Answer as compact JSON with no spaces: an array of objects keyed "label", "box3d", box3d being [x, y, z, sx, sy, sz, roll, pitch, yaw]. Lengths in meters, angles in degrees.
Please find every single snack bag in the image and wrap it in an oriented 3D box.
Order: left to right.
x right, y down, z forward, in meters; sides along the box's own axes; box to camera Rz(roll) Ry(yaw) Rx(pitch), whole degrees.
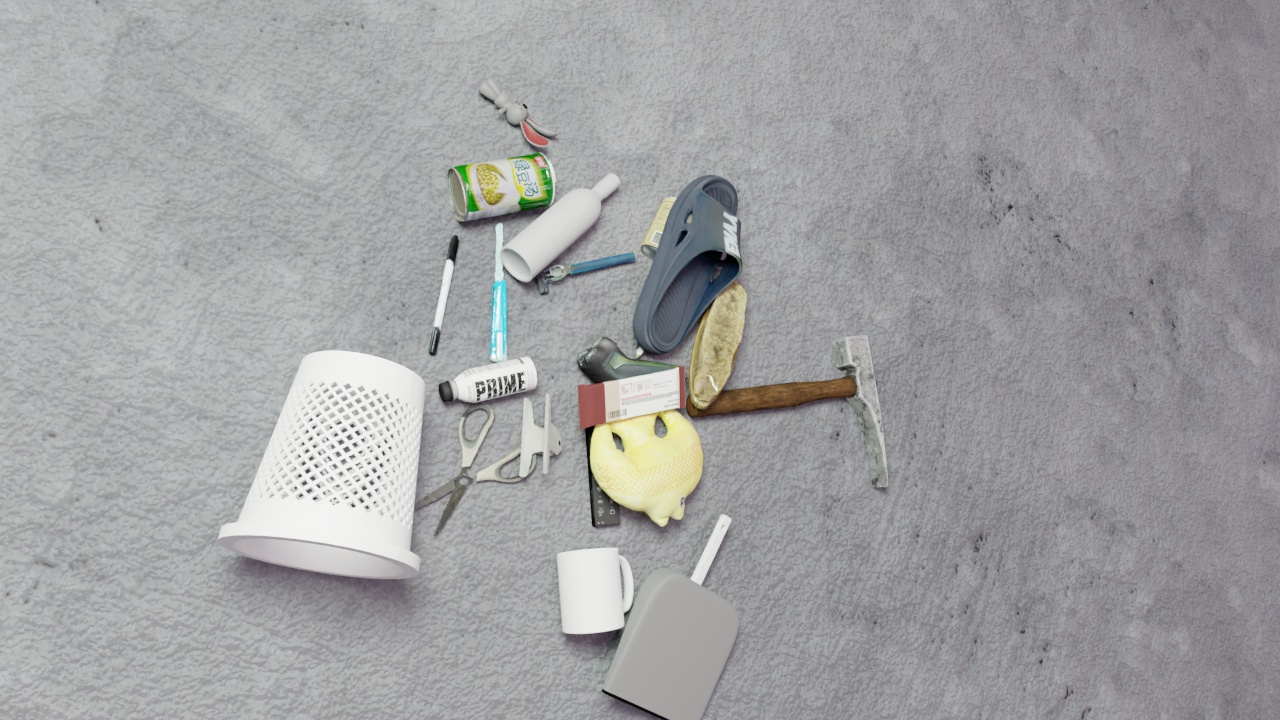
[{"label":"snack bag","box3d":[-0.009,0.044,1.141,0.157,0.013,0.057,-11,107,-32]}]

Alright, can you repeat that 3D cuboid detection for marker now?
[{"label":"marker","box3d":[-0.237,-0.080,1.107,0.011,0.011,0.152,13,76,-22]}]

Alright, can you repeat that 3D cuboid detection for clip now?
[{"label":"clip","box3d":[-0.120,0.094,1.115,0.058,0.052,0.102,4,67,-7]}]

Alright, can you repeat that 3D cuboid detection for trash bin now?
[{"label":"trash bin","box3d":[-0.310,0.108,0.957,0.195,0.196,0.199,16,65,-21]}]

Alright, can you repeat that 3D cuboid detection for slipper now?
[{"label":"slipper","box3d":[0.077,-0.129,1.198,0.110,0.083,0.267,41,67,-44]}]

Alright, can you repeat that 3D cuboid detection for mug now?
[{"label":"mug","box3d":[-0.048,0.273,1.105,0.110,0.074,0.090,4,78,-50]}]

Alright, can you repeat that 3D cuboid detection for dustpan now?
[{"label":"dustpan","box3d":[0.061,0.313,1.143,0.163,0.033,0.257,37,73,-33]}]

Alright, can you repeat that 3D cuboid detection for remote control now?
[{"label":"remote control","box3d":[-0.049,0.132,1.154,0.034,0.013,0.150,-1,82,-25]}]

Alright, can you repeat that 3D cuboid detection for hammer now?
[{"label":"hammer","box3d":[0.206,0.085,1.266,0.300,0.037,0.217,-6,84,-24]}]

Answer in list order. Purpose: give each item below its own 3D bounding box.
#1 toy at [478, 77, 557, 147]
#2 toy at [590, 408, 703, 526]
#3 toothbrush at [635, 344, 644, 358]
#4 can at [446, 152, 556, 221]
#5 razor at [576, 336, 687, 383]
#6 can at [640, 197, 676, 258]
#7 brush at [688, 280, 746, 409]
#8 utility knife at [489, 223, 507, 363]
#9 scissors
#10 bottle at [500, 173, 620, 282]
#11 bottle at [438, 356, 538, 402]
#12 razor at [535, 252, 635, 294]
[{"label":"toy","box3d":[-0.158,-0.316,1.172,0.111,0.030,0.049,41,39,-10]},{"label":"toy","box3d":[0.015,0.130,1.153,0.170,0.065,0.154,-13,76,-39]},{"label":"toothbrush","box3d":[0.028,-0.086,1.226,0.017,0.016,0.188,25,71,-6]},{"label":"can","box3d":[-0.171,-0.214,1.129,0.120,0.067,0.067,-15,87,-25]},{"label":"razor","box3d":[-0.007,0.007,1.174,0.151,0.054,0.067,5,88,-29]},{"label":"can","box3d":[0.033,-0.177,1.230,0.038,0.038,0.079,31,70,-17]},{"label":"brush","box3d":[0.103,-0.025,1.219,0.059,0.043,0.195,19,63,-2]},{"label":"utility knife","box3d":[-0.172,-0.084,1.134,0.022,0.015,0.178,5,80,-24]},{"label":"scissors","box3d":[-0.198,0.125,1.088,0.157,0.013,0.165,-1,81,-24]},{"label":"bottle","box3d":[-0.093,-0.177,1.163,0.052,0.053,0.194,49,60,-9]},{"label":"bottle","box3d":[-0.183,0.026,1.097,0.115,0.041,0.041,-13,86,-26]},{"label":"razor","box3d":[-0.069,-0.121,1.185,0.143,0.022,0.042,-16,89,-26]}]
